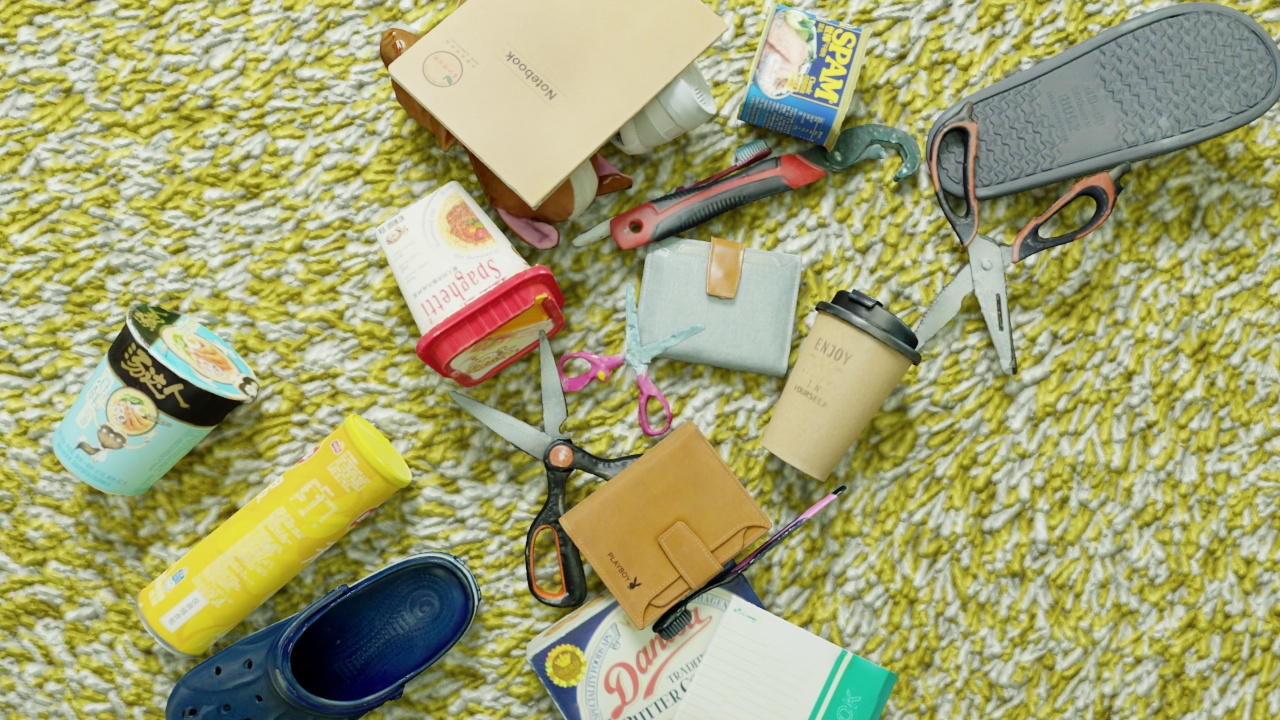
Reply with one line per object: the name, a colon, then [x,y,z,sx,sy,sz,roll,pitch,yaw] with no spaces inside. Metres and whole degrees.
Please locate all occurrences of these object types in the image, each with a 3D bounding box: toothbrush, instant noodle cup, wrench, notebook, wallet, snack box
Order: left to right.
instant noodle cup: [-0.376,0.037,0.701,0.111,0.111,0.120,41,94,0]
instant noodle cup: [-0.136,-0.061,0.715,0.116,0.117,0.124,-34,78,-4]
notebook: [-0.057,-0.227,0.667,0.148,0.008,0.207,44,76,4]
wallet: [0.020,0.126,0.708,0.131,0.031,0.108,-37,82,-3]
toothbrush: [0.025,-0.140,0.768,0.187,0.016,0.017,-27,81,-4]
snack box: [0.030,0.257,0.736,0.178,0.046,0.182,-33,90,-4]
wallet: [0.064,-0.048,0.755,0.130,0.037,0.106,9,89,-1]
toothbrush: [0.088,0.157,0.716,0.189,0.014,0.018,-35,100,-6]
notebook: [0.091,0.308,0.710,0.150,0.012,0.209,26,86,-4]
wrench: [0.105,-0.145,0.761,0.273,0.016,0.056,-17,78,-8]

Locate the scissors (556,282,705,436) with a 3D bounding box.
scissors: [-0.004,0.006,0.743,0.133,0.017,0.135,-25,101,18]

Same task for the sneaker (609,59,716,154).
sneaker: [-0.023,-0.278,0.744,0.091,0.089,0.242,-27,76,27]

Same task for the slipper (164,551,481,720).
slipper: [-0.239,0.236,0.702,0.252,0.095,0.105,-28,86,-7]

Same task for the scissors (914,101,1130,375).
scissors: [0.285,-0.099,0.749,0.189,0.015,0.223,46,106,7]

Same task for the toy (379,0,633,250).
toy: [-0.101,-0.187,0.718,0.139,0.131,0.199,-41,98,-29]

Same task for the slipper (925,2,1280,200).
slipper: [0.371,-0.207,0.761,0.268,0.083,0.110,-17,91,16]

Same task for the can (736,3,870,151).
can: [0.132,-0.232,0.749,0.083,0.057,0.102,18,73,3]

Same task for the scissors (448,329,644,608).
scissors: [-0.053,0.095,0.731,0.221,0.021,0.232,13,97,-12]

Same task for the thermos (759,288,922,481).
thermos: [0.156,0.020,0.734,0.093,0.093,0.143,30,93,-1]

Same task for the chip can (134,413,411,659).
chip can: [-0.282,0.136,0.713,0.213,0.072,0.072,-41,90,-4]
